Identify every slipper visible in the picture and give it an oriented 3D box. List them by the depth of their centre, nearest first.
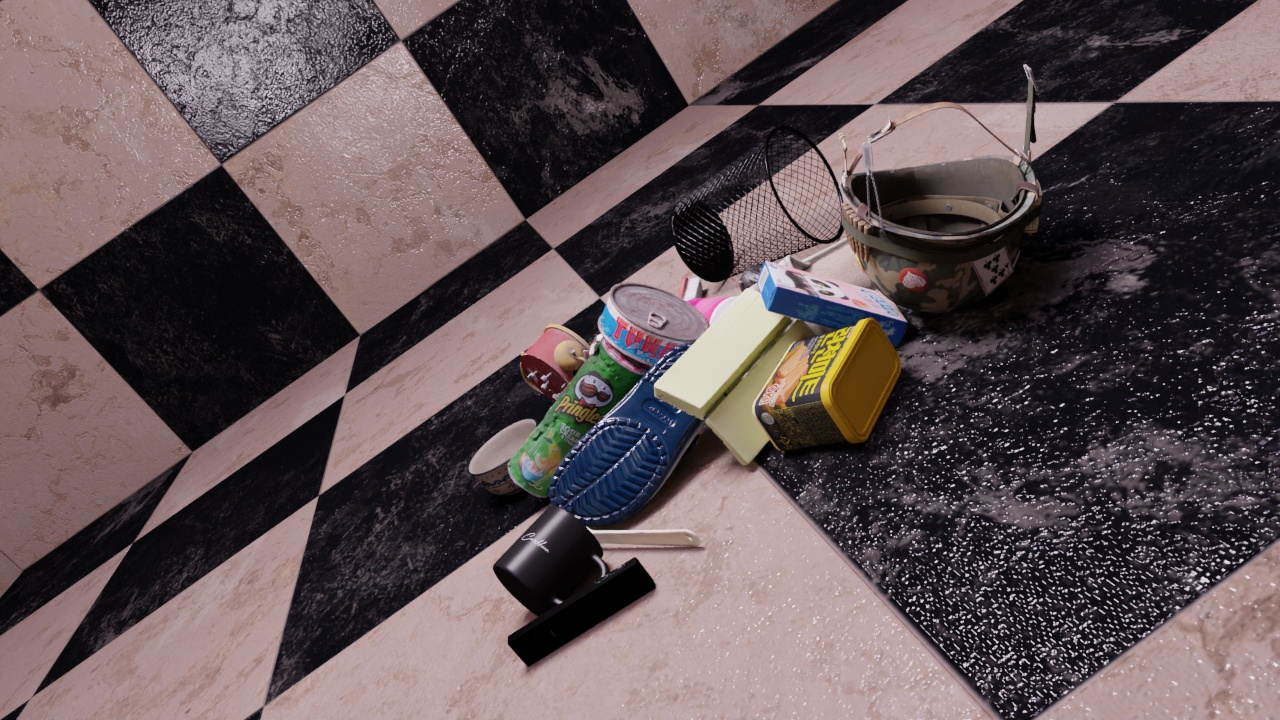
[{"bbox_3d":[0.008,0.092,1.049,0.252,0.105,0.095,-48,-17,-4],"label":"slipper"},{"bbox_3d":[0.203,-0.072,1.093,0.272,0.114,0.054,-34,-14,-8],"label":"slipper"}]

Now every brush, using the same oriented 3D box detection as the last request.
[{"bbox_3d":[-0.019,0.185,0.961,0.218,0.033,0.012,-10,33,46],"label":"brush"},{"bbox_3d":[0.073,-0.083,1.418,0.030,0.041,0.172,-9,29,17],"label":"brush"}]

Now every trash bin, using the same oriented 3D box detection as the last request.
[{"bbox_3d":[0.169,-0.223,1.394,0.211,0.184,0.183,-24,22,42],"label":"trash bin"}]

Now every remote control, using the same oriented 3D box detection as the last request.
[{"bbox_3d":[-0.057,0.242,0.884,0.150,0.034,0.013,-33,20,5],"label":"remote control"}]

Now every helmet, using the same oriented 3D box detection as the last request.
[{"bbox_3d":[0.305,-0.163,0.941,0.193,0.236,0.224,-7,14,6],"label":"helmet"}]

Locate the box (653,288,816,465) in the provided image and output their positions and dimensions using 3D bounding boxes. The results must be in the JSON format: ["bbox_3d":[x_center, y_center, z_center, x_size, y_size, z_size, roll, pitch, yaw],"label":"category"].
[{"bbox_3d":[0.119,0.009,0.998,0.187,0.140,0.048,-43,-12,-30],"label":"box"}]

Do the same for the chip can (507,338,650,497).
[{"bbox_3d":[-0.080,0.072,1.140,0.224,0.075,0.075,-51,14,20],"label":"chip can"}]

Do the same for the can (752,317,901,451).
[{"bbox_3d":[0.189,0.027,0.934,0.101,0.072,0.130,-17,27,46],"label":"can"}]

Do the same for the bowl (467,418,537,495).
[{"bbox_3d":[-0.173,0.139,1.261,0.116,0.059,0.115,-30,20,12],"label":"bowl"}]

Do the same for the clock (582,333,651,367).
[{"bbox_3d":[-0.007,0.007,1.209,0.155,0.115,0.064,4,40,35],"label":"clock"}]

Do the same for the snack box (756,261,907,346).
[{"bbox_3d":[0.210,-0.063,1.014,0.087,0.154,0.033,-90,17,-66],"label":"snack box"}]

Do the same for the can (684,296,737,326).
[{"bbox_3d":[0.086,-0.039,1.216,0.088,0.088,0.166,-43,22,-22],"label":"can"}]

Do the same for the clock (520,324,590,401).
[{"bbox_3d":[-0.114,0.017,1.372,0.159,0.117,0.081,6,47,52],"label":"clock"}]

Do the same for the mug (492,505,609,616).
[{"bbox_3d":[-0.083,0.215,0.944,0.114,0.078,0.087,23,56,36],"label":"mug"}]

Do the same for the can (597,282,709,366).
[{"bbox_3d":[0.016,-0.043,1.117,0.129,0.130,0.044,-79,11,-63],"label":"can"}]

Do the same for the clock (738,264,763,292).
[{"bbox_3d":[0.173,-0.091,1.185,0.091,0.044,0.122,21,19,26],"label":"clock"}]
